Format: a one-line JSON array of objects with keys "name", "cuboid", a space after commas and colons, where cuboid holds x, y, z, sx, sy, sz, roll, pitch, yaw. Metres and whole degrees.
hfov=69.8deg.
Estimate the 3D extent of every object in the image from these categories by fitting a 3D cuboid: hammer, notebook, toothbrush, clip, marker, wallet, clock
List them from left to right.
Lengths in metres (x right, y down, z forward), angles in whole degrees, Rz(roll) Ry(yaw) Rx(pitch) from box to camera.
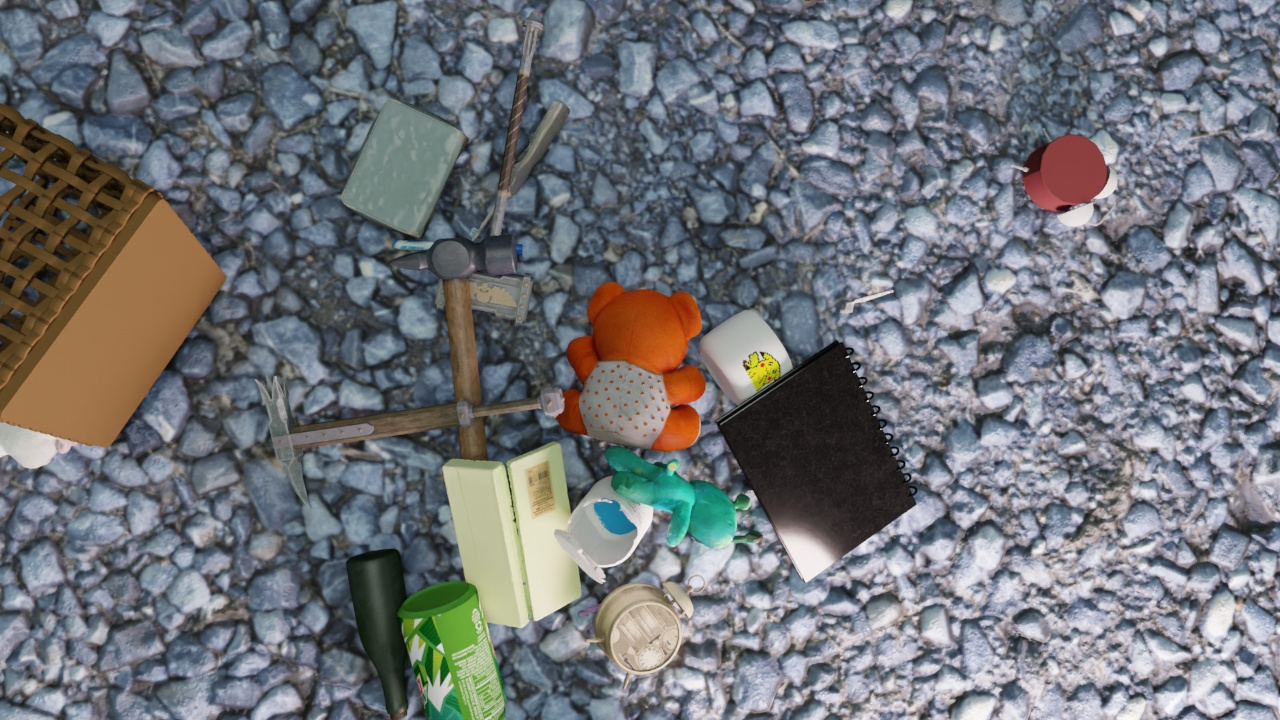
[{"name": "wallet", "cuboid": [-0.253, -0.204, 0.989, 0.100, 0.054, 0.131, 26, 86, 3]}, {"name": "hammer", "cuboid": [-0.231, 0.066, 0.946, 0.317, 0.028, 0.147, -8, 99, 10]}, {"name": "marker", "cuboid": [-0.201, -0.125, 1.011, 0.142, 0.013, 0.013, 1, 87, -7]}, {"name": "hammer", "cuboid": [-0.184, 0.033, 0.967, 0.129, 0.040, 0.322, -4, 100, 0]}, {"name": "hammer", "cuboid": [-0.142, -0.205, 0.974, 0.098, 0.044, 0.322, 11, 98, -7]}, {"name": "toothbrush", "cuboid": [-0.135, -0.209, 1.019, 0.024, 0.022, 0.185, 35, 84, -24]}, {"name": "clip", "cuboid": [-0.047, 0.276, 1.012, 0.045, 0.014, 0.050, 31, 87, -6]}, {"name": "clock", "cuboid": [0.015, 0.281, 0.992, 0.140, 0.054, 0.093, -37, 104, -9]}, {"name": "notebook", "cuboid": [0.202, 0.112, 1.010, 0.169, 0.019, 0.231, -33, 113, -8]}, {"name": "toothbrush", "cuboid": [0.239, -0.062, 0.980, 0.010, 0.181, 0.010, 11, 89, -2]}, {"name": "clock", "cuboid": [0.511, -0.215, 1.091, 0.124, 0.044, 0.087, 43, 83, -4]}]

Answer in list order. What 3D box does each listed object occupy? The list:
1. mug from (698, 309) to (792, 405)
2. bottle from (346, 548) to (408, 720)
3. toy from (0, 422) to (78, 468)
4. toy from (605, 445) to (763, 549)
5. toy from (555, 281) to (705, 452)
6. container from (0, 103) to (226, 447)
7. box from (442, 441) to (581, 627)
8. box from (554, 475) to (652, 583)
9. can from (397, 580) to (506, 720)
[{"name": "mug", "cuboid": [0.119, 0.007, 1.009, 0.068, 0.094, 0.115, -34, 114, -7]}, {"name": "bottle", "cuboid": [-0.267, 0.289, 0.962, 0.055, 0.055, 0.174, -9, 90, -8]}, {"name": "toy", "cuboid": [-0.624, 0.072, 0.934, 0.125, 0.037, 0.076, -7, 82, -13]}, {"name": "toy", "cuboid": [0.048, 0.145, 0.974, 0.193, 0.130, 0.072, 29, 114, -27]}, {"name": "toy", "cuboid": [-0.006, 0.006, 0.991, 0.164, 0.093, 0.172, 11, 88, 13]}, {"name": "container", "cuboid": [-0.556, -0.075, 0.827, 0.214, 0.252, 0.219, 30, 75, -5]}, {"name": "box", "cuboid": [-0.131, 0.186, 0.959, 0.133, 0.061, 0.188, -9, 107, -12]}, {"name": "box", "cuboid": [-0.040, 0.177, 0.948, 0.092, 0.159, 0.081, -31, 90, 11]}, {"name": "can", "cuboid": [-0.192, 0.310, 0.947, 0.083, 0.083, 0.144, -15, 99, -8]}]
